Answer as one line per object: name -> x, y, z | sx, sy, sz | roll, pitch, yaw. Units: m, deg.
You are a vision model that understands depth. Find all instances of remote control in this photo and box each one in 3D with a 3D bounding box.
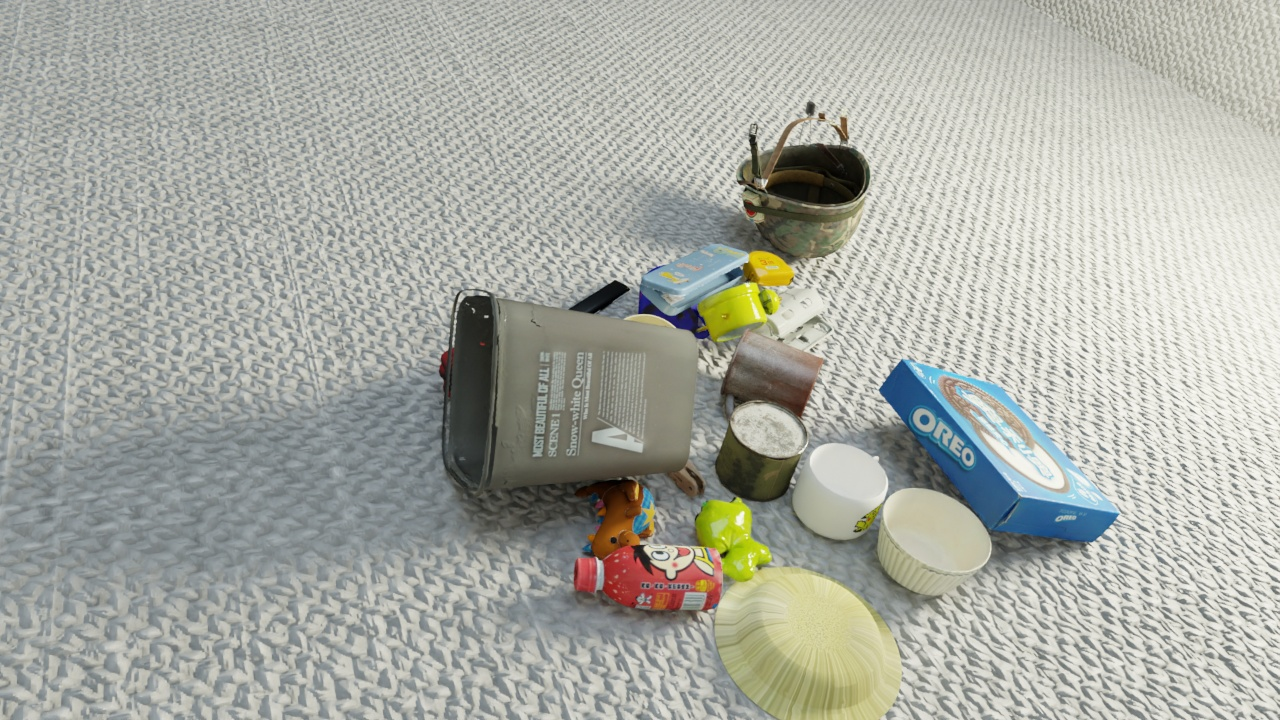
remote control -> -0.059, -0.083, 1.271 | 0.028, 0.012, 0.123 | 30, 41, 21

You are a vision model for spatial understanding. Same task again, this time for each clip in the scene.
clip -> 0.190, -0.073, 1.285 | 0.150, 0.089, 0.125 | 43, 43, 19
clip -> 0.047, 0.128, 1.023 | 0.049, 0.026, 0.061 | 8, 36, -4

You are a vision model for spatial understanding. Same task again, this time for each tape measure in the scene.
tape measure -> 0.173, -0.128, 1.290 | 0.068, 0.030, 0.059 | -5, 39, -28

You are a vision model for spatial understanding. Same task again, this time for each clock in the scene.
clock -> 0.129, -0.065, 1.183 | 0.118, 0.083, 0.057 | -13, 77, -35

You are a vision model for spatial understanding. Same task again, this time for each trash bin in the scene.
trash bin -> -0.075, 0.033, 0.955 | 0.219, 0.197, 0.198 | 4, 4, -24

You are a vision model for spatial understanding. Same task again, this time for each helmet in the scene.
helmet -> 0.248, -0.281, 1.429 | 0.192, 0.237, 0.224 | -29, 56, -23

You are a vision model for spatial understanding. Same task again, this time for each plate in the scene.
plate -> 0.166, 0.260, 0.877 | 0.184, 0.036, 0.184 | 8, 38, -6

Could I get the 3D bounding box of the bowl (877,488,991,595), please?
bowl -> 0.304, 0.198, 0.974 | 0.115, 0.063, 0.115 | 8, 37, -6

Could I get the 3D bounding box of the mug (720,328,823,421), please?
mug -> 0.157, 0.034, 1.135 | 0.110, 0.096, 0.122 | 20, 74, 15

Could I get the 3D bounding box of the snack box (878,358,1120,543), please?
snack box -> 0.420, 0.106, 1.085 | 0.195, 0.056, 0.238 | 12, 32, -33

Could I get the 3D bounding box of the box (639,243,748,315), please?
box -> 0.075, -0.119, 1.201 | 0.067, 0.052, 0.209 | 41, 33, 14

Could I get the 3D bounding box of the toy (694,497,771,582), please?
toy -> 0.094, 0.185, 0.955 | 0.093, 0.036, 0.094 | 36, 47, 22

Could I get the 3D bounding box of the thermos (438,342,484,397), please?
thermos -> -0.121, -0.005, 1.104 | 0.239, 0.073, 0.073 | -17, 47, -34

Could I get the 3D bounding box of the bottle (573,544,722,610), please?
bottle -> 0.006, 0.207, 0.879 | 0.137, 0.062, 0.061 | 5, 38, -12

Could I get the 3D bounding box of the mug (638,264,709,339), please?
mug -> 0.050, -0.066, 1.235 | 0.111, 0.079, 0.083 | 28, 34, -18

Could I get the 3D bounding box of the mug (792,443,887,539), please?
mug -> 0.227, 0.142, 1.019 | 0.115, 0.068, 0.094 | -23, 50, -38

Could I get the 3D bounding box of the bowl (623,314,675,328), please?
bowl -> -0.007, 0.006, 1.113 | 0.118, 0.118, 0.074 | -3, -2, -19

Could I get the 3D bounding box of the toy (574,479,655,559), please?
toy -> -0.036, 0.163, 0.947 | 0.103, 0.071, 0.090 | 6, 45, 30

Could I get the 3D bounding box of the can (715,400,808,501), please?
can -> 0.136, 0.103, 1.039 | 0.090, 0.075, 0.089 | 8, 39, -7
